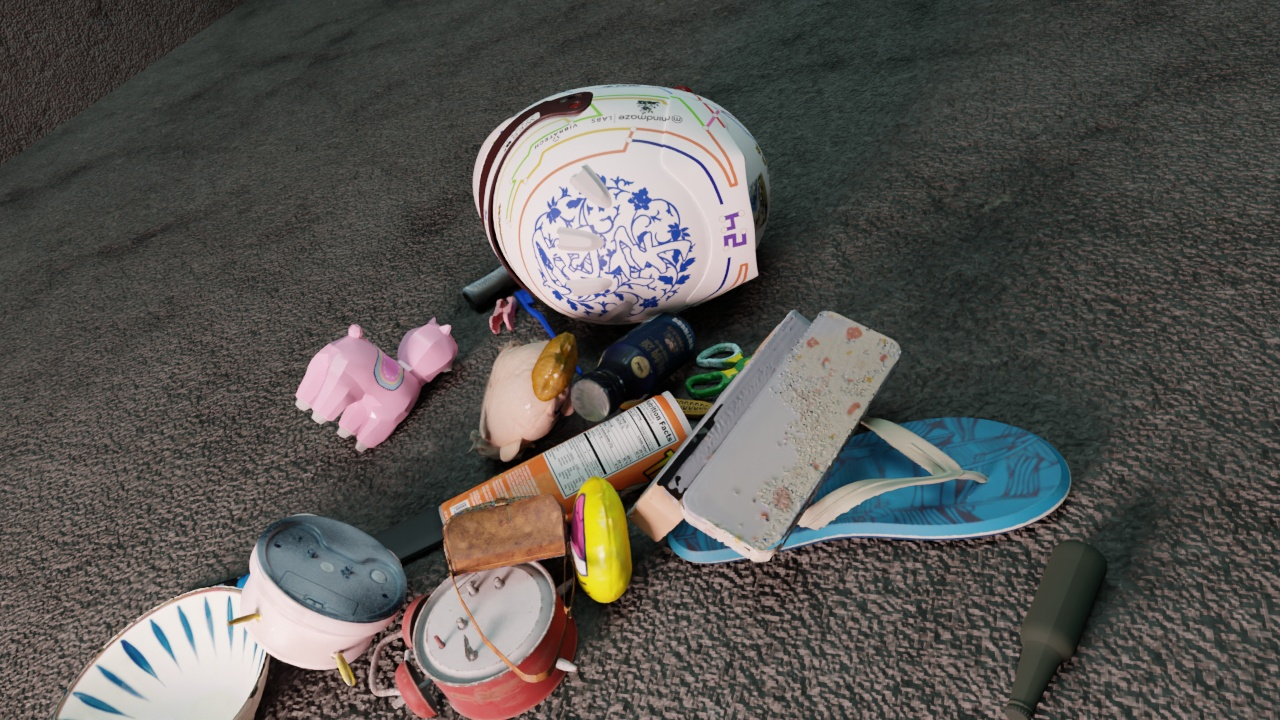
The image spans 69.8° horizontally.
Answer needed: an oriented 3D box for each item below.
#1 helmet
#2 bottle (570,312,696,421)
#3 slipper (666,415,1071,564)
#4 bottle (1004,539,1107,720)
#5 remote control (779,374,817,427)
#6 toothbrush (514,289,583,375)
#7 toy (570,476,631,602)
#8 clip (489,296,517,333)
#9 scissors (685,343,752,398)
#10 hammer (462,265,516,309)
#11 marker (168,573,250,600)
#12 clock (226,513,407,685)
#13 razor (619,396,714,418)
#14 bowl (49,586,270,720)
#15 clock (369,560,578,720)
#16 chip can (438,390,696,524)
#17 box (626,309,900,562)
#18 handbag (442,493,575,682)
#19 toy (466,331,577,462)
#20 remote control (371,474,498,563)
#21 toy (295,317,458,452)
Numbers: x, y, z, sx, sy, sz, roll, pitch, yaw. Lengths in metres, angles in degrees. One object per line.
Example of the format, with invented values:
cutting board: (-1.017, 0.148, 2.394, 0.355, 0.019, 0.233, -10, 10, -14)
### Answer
helmet: (-0.029, -0.149, 0.912, 0.315, 0.231, 0.235, -5, 33, 10)
bottle: (-0.005, 0.005, 0.823, 0.056, 0.056, 0.160, 4, 24, 30)
slipper: (0.155, 0.085, 0.680, 0.295, 0.060, 0.118, -13, 34, 13)
bottle: (0.249, 0.165, 0.556, 0.033, 0.033, 0.122, 13, 49, 37)
remote control: (0.137, 0.014, 0.815, 0.039, 0.010, 0.124, -8, 38, 17)
toothbrush: (-0.097, -0.033, 0.987, 0.011, 0.016, 0.186, -28, 39, -13)
toy: (-0.030, 0.133, 0.684, 0.041, 0.094, 0.095, -5, 11, -14)
clip: (-0.147, -0.054, 1.030, 0.039, 0.023, 0.059, -18, 35, 10)
scissors: (0.103, -0.001, 0.838, 0.132, 0.013, 0.077, -14, 35, 25)
hammer: (-0.070, -0.157, 1.111, 0.325, 0.036, 0.140, -36, 38, -18)
marker: (-0.370, 0.204, 0.824, 0.123, 0.015, 0.018, -17, 38, 9)
clock: (-0.244, 0.170, 0.712, 0.059, 0.117, 0.157, -58, 13, 15)
razor: (0.044, 0.042, 0.817, 0.144, 0.021, 0.044, 3, 61, 27)
bowl: (-0.342, 0.264, 0.690, 0.177, 0.071, 0.177, -14, 38, 11)
clock: (-0.127, 0.201, 0.669, 0.157, 0.062, 0.109, -17, 38, 6)
chip can: (-0.057, 0.099, 0.761, 0.210, 0.062, 0.062, -27, 37, -7)
box: (0.097, 0.057, 0.693, 0.216, 0.094, 0.121, -48, 0, -30)
handbag: (-0.087, 0.148, 0.627, 0.093, 0.043, 0.195, -9, 22, -10)
toy: (-0.094, 0.027, 0.821, 0.176, 0.076, 0.132, -33, 41, 59)
remote control: (-0.177, 0.141, 0.803, 0.140, 0.021, 0.045, -26, 36, -4)
toy: (-0.262, 0.011, 0.935, 0.067, 0.123, 0.157, 24, 71, 43)
